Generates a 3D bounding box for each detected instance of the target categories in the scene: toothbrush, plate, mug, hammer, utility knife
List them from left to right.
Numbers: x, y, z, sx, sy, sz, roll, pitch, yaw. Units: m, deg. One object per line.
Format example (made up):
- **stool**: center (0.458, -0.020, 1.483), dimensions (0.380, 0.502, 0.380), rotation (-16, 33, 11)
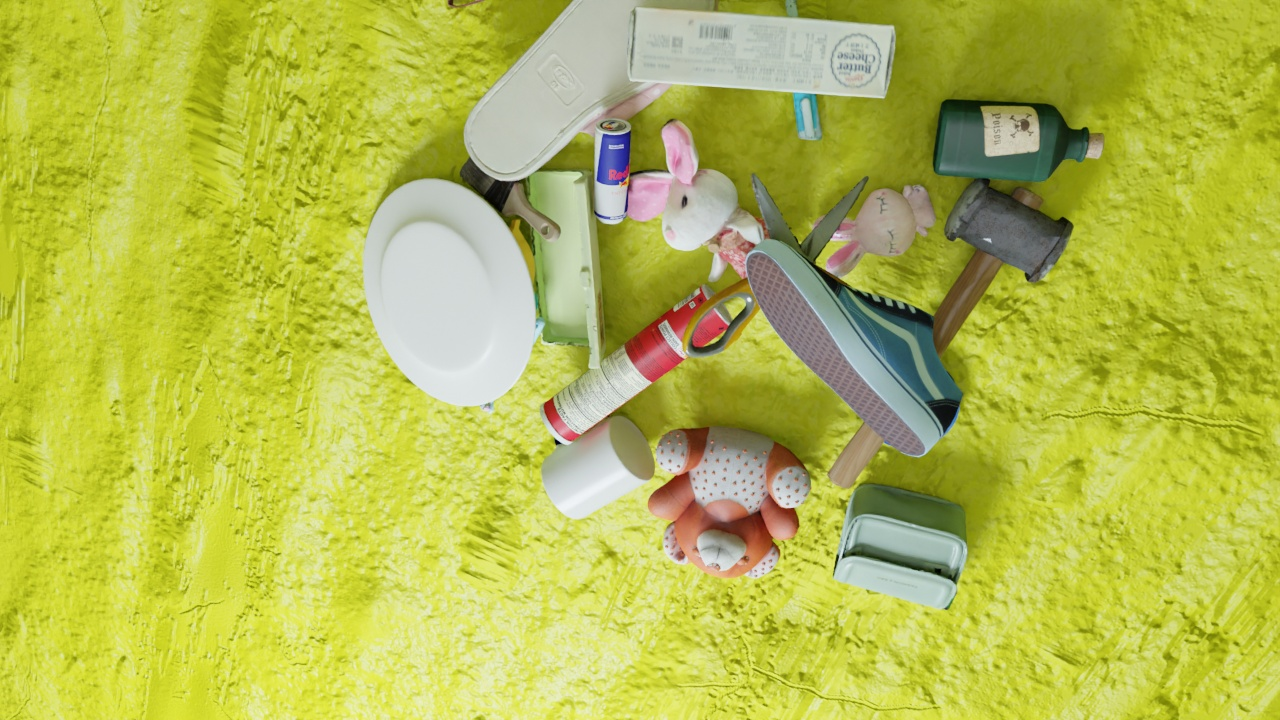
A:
- **plate**: center (-0.209, -0.066, 0.956), dimensions (0.243, 0.016, 0.243), rotation (11, 112, 31)
- **toothbrush**: center (-0.140, 0.005, 0.994), dimensions (0.022, 0.016, 0.155), rotation (44, 128, 8)
- **mug**: center (-0.052, 0.101, 0.997), dimensions (0.097, 0.078, 0.112), rotation (-32, 72, 24)
- **utility knife**: center (0.143, -0.277, 0.816), dimensions (0.022, 0.015, 0.162), rotation (-9, 109, 5)
- **hammer**: center (0.270, -0.011, 0.858), dimensions (0.098, 0.052, 0.329), rotation (28, 113, 4)

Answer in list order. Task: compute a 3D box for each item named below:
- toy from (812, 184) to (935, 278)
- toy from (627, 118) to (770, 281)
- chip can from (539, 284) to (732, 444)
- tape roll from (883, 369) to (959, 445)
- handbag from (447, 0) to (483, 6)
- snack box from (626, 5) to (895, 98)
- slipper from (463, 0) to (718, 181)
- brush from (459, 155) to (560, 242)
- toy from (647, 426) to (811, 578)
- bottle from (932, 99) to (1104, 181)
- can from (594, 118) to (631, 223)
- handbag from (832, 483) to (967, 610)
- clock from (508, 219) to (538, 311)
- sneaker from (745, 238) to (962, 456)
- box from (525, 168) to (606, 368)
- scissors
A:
- **toy**: center (0.214, -0.120, 0.844), dimensions (0.110, 0.047, 0.063), rotation (-24, 95, 26)
- **toy**: center (0.068, -0.127, 0.859), dimensions (0.194, 0.084, 0.159), rotation (44, 154, -10)
- **chip can**: center (-0.006, 0.006, 0.934), dimensions (0.215, 0.051, 0.052), rotation (-36, 99, 16)
- **tape roll**: center (0.267, 0.043, 0.911), dimensions (0.091, 0.016, 0.093), rotation (10, 114, 11)
- **handbag**: center (-0.134, -0.364, 0.855), dimensions (0.120, 0.029, 0.055), rotation (-24, 101, 28)
- **snack box**: center (0.093, -0.255, 0.760), dimensions (0.208, 0.104, 0.057), rotation (3, 109, -3)
- **slipper**: center (-0.048, -0.267, 0.849), dimensions (0.275, 0.054, 0.114), rotation (-34, 95, 15)
- **brush**: center (-0.129, -0.161, 0.904), dimensions (0.151, 0.012, 0.039), rotation (43, 116, 28)
- **toy**: center (0.089, 0.157, 0.966), dimensions (0.164, 0.092, 0.173), rotation (10, 115, 9)
- **bottle**: center (0.320, -0.186, 0.778), dimensions (0.131, 0.061, 0.061), rotation (7, 115, 13)
- **can**: center (-0.026, -0.174, 0.852), dimensions (0.032, 0.032, 0.095), rotation (12, 129, 11)
- **handbag**: center (0.269, 0.196, 0.946), dimensions (0.122, 0.067, 0.106), rotation (13, 116, 10)
- **clock**: center (-0.150, -0.083, 0.953), dimensions (0.099, 0.043, 0.130), rotation (9, 106, 31)
- **sneaker**: center (0.195, -0.030, 0.811), dimensions (0.241, 0.083, 0.098), rotation (46, 72, -12)
- **box**: center (-0.063, -0.096, 0.923), dimensions (0.127, 0.066, 0.188), rotation (26, 126, 55)
- **scissors**: center (0.144, -0.065, 0.834), dimensions (0.229, 0.016, 0.226), rotation (36, 108, -22)
